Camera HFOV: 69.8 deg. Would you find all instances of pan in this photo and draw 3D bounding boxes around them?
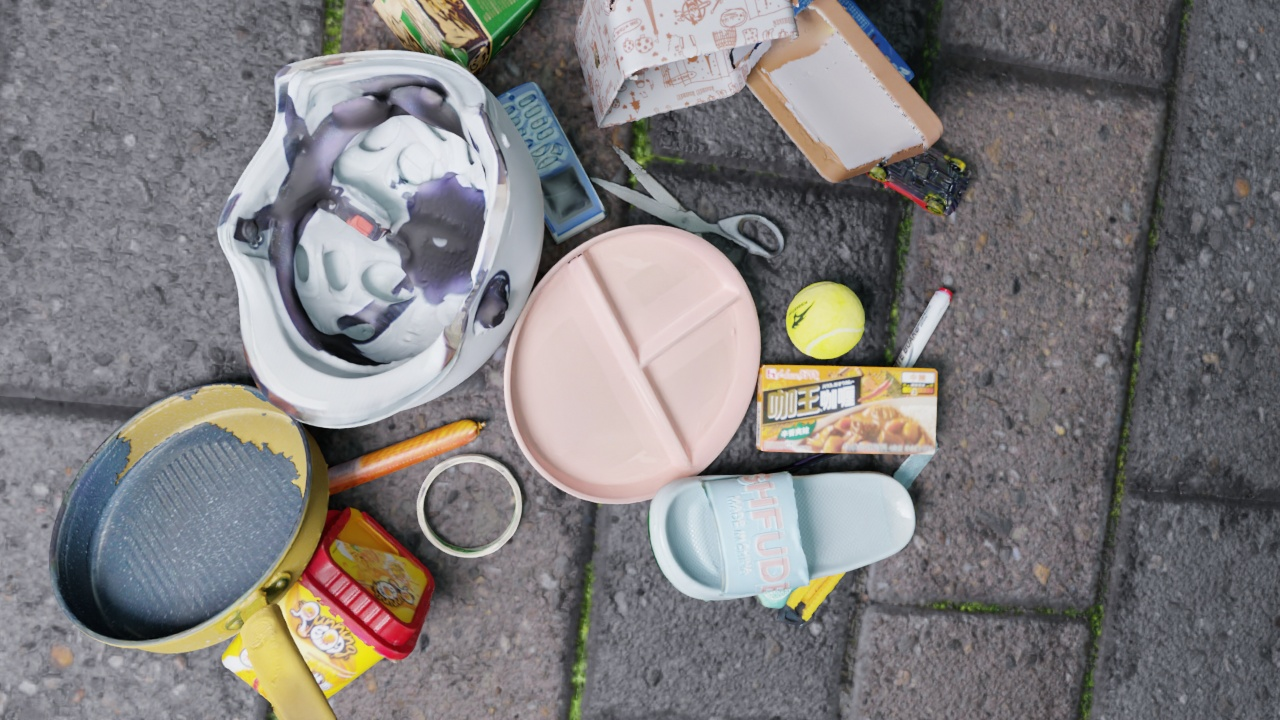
[{"bbox_3d":[-0.269,0.143,0.605,0.197,0.078,0.357,-44,59,-14],"label":"pan"}]

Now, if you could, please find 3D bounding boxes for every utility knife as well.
[{"bbox_3d":[0.199,0.151,0.827,0.033,0.015,0.223,41,87,-14],"label":"utility knife"}]

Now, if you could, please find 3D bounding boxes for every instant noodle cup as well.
[{"bbox_3d":[-0.242,0.198,0.709,0.124,0.116,0.116,-43,101,7],"label":"instant noodle cup"}]

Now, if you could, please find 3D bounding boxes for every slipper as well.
[{"bbox_3d":[0.126,0.140,0.762,0.245,0.074,0.104,-4,84,-17],"label":"slipper"}]

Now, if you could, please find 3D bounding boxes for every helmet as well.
[{"bbox_3d":[-0.168,-0.082,0.664,0.229,0.145,0.258,13,93,22],"label":"helmet"}]

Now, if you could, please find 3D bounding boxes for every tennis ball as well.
[{"bbox_3d":[0.157,-0.034,0.779,0.065,0.065,0.065,-1,95,-10],"label":"tennis ball"}]

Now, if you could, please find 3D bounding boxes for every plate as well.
[{"bbox_3d":[-0.004,0.004,0.740,0.229,0.028,0.230,-8,109,-27],"label":"plate"}]

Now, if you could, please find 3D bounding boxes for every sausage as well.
[{"bbox_3d":[-0.204,0.081,0.745,0.165,0.021,0.021,-20,98,-8],"label":"sausage"}]

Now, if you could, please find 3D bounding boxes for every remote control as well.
[{"bbox_3d":[-0.077,-0.161,0.746,0.049,0.024,0.125,-29,98,-7],"label":"remote control"}]

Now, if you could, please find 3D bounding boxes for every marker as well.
[{"bbox_3d":[0.238,0.000,0.821,0.017,0.017,0.145,30,89,-11],"label":"marker"}]

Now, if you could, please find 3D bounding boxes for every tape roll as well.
[{"bbox_3d":[-0.142,0.121,0.764,0.085,0.014,0.086,-1,95,-10],"label":"tape roll"}]

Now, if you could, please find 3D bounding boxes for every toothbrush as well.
[{"bbox_3d":[0.154,0.091,0.815,0.189,0.014,0.017,-18,105,-9],"label":"toothbrush"}]

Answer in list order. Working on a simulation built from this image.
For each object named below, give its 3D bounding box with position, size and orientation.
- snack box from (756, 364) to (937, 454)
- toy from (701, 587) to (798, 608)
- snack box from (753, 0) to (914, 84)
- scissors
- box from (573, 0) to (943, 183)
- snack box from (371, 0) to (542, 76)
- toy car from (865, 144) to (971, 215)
[{"bbox_3d":[0.178,0.042,0.796,0.153,0.026,0.075,1,89,-2],"label":"snack box"},{"bbox_3d":[0.097,0.183,0.805,0.092,0.030,0.096,39,88,-7],"label":"toy"},{"bbox_3d":[0.150,-0.270,0.777,0.084,0.026,0.157,-45,100,-4],"label":"snack box"},{"bbox_3d":[0.045,-0.118,0.780,0.164,0.014,0.164,-14,95,-7],"label":"scissors"},{"bbox_3d":[0.081,-0.224,0.693,0.269,0.179,0.136,16,90,-11],"label":"box"},{"bbox_3d":[-0.132,-0.278,0.682,0.105,0.117,0.118,-41,103,-10],"label":"snack box"},{"bbox_3d":[0.235,-0.168,0.798,0.106,0.031,0.049,26,89,-13],"label":"toy car"}]
